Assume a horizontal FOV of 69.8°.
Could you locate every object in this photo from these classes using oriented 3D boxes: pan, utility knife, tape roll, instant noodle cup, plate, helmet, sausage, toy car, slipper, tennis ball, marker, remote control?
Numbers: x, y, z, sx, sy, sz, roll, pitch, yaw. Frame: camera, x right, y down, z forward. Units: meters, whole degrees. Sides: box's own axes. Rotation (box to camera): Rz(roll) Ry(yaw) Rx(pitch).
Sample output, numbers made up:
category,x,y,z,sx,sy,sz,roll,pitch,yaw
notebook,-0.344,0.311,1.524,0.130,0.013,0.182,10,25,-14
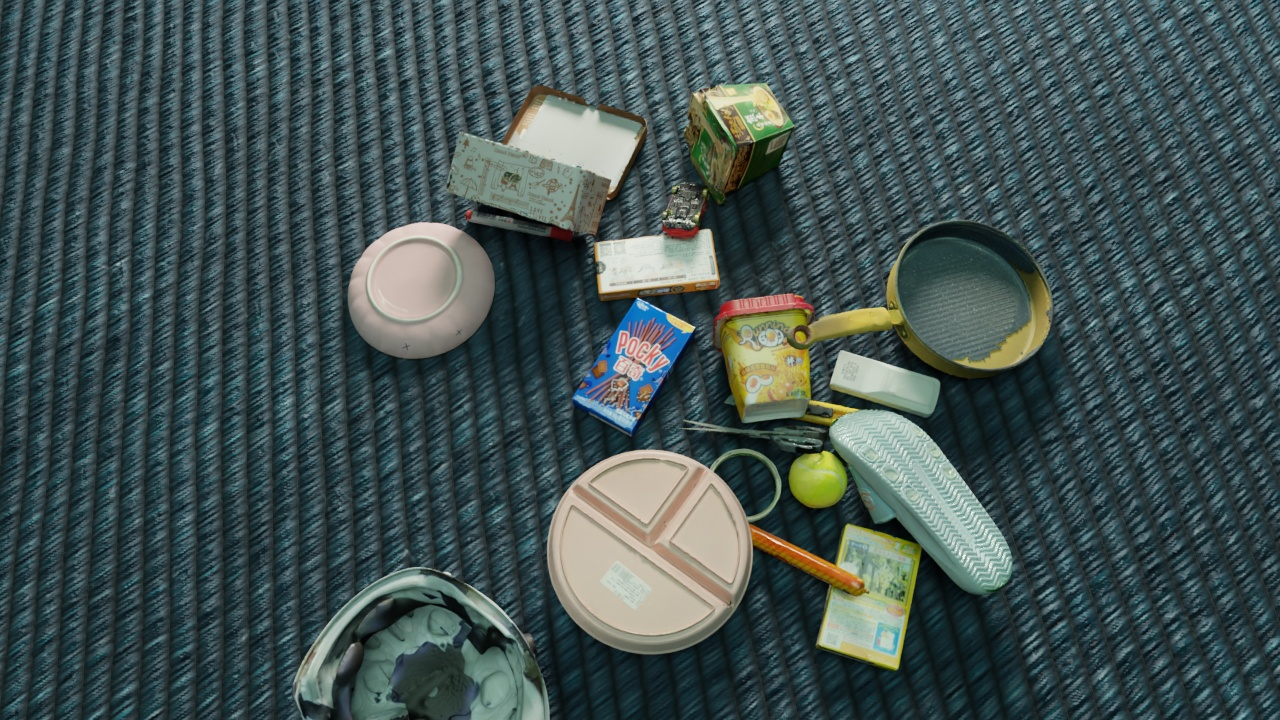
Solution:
category,x,y,z,sx,sy,sz,roll,pitch,yaw
pan,0.322,-0.058,1.067,0.357,0.078,0.197,-16,72,-14
utility knife,0.211,0.064,1.092,0.223,0.015,0.033,10,67,8
tape roll,0.120,0.145,1.067,0.086,0.014,0.085,-1,69,3
instant noodle cup,0.147,0.001,1.067,0.116,0.116,0.123,-6,70,1
plate,0.011,0.204,1.013,0.229,0.028,0.229,0,66,0
helmet,-0.208,0.347,0.940,0.258,0.146,0.228,43,78,9
sausage,0.175,0.218,1.011,0.165,0.021,0.021,23,71,30
toy car,0.060,-0.196,1.184,0.049,0.031,0.106,7,45,10
slipper,0.304,0.155,1.012,0.103,0.074,0.245,-26,68,-33
tennis ball,0.201,0.134,1.038,0.065,0.065,0.065,-1,69,3
marker,-0.160,-0.178,1.207,0.145,0.017,0.017,12,70,8
remote control,0.293,0.028,1.097,0.125,0.024,0.049,17,70,10
plate,-0.284,-0.097,1.171,0.192,0.039,0.192,-1,69,3

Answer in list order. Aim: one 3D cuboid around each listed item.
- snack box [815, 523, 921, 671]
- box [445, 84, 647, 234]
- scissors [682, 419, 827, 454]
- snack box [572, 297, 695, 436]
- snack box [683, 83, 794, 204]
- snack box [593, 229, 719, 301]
category,x,y,z,sx,sy,sz,roll,pitch,yaw
snack box,0.251,0.259,1.006,0.087,0.034,0.140,15,72,9
box,-0.117,-0.254,1.195,0.179,0.136,0.268,20,41,11
scissors,0.135,0.085,1.061,0.163,0.164,0.014,-2,103,-26
snack box,-0.007,0.007,1.121,0.084,0.026,0.157,28,73,14
snack box,0.131,-0.291,1.189,0.105,0.118,0.117,-21,69,-16
snack box,0.020,-0.121,1.169,0.154,0.026,0.075,-7,68,0
